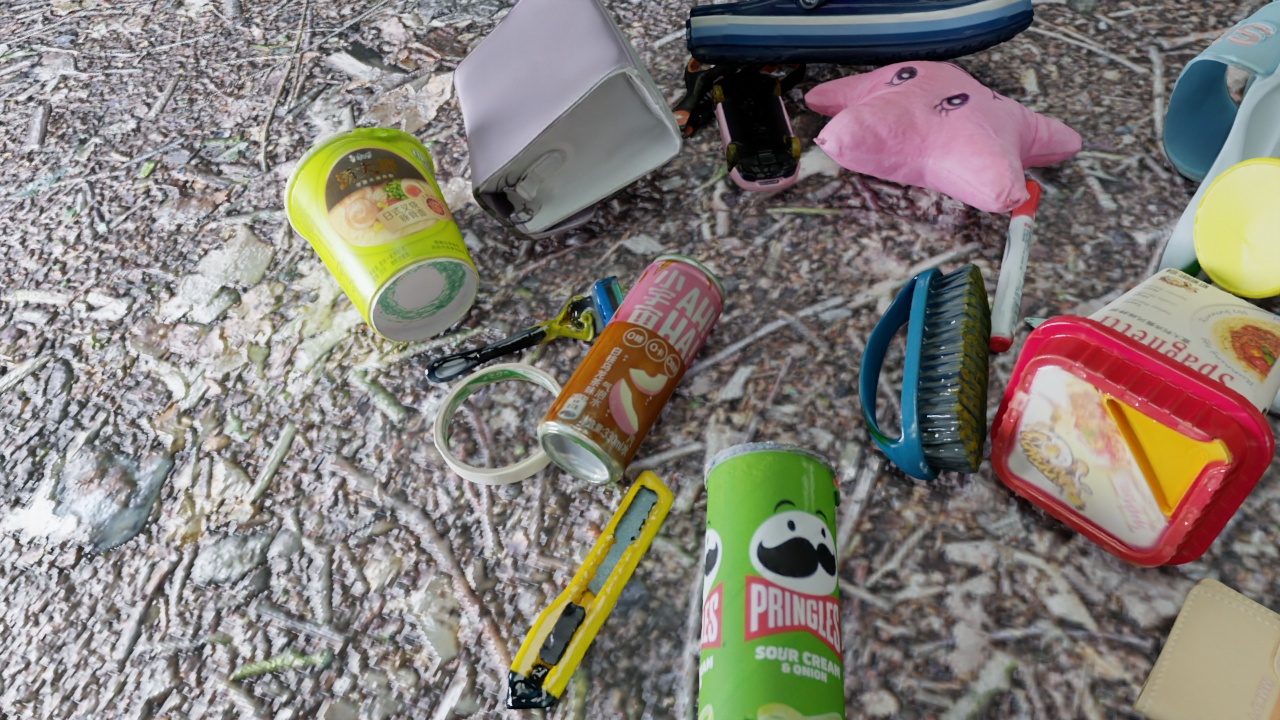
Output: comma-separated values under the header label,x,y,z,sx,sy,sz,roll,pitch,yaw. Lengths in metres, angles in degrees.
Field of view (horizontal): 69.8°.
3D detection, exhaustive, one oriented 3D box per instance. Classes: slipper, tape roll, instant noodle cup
label,x,y,z,sx,sy,sz,roll,pitch,yaw
slipper,0.160,-0.271,0.694,0.253,0.095,0.105,-1,16,10
slipper,0.374,-0.149,0.587,0.074,0.104,0.245,25,67,25
tape roll,-0.087,0.039,0.581,0.086,0.014,0.085,-6,52,7
instant noodle cup,-0.172,-0.081,0.639,0.111,0.112,0.123,-29,61,-12
instant noodle cup,0.264,0.021,0.473,0.124,0.117,0.116,-34,53,-30

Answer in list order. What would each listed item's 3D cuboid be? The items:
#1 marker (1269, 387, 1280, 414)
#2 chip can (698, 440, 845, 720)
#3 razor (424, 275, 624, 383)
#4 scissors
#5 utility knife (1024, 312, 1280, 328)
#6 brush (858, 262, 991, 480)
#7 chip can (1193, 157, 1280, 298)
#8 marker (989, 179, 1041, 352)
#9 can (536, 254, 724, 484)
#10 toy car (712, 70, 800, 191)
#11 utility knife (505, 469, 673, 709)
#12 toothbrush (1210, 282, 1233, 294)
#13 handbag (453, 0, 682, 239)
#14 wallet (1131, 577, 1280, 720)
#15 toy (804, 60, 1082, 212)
label,x,y,z,sx,sy,sz,roll,pitch,yaw
marker,0.359,0.025,0.505,0.131,0.018,0.022,29,72,28
chip can,0.061,0.155,0.426,0.072,0.072,0.235,-1,53,9
razor,-0.077,-0.014,0.617,0.142,0.022,0.042,-20,95,-1
scissors,0.052,-0.195,0.731,0.153,0.022,0.234,9,54,16
utility knife,0.347,-0.018,0.540,0.225,0.018,0.034,4,33,15
brush,0.165,0.006,0.536,0.074,0.055,0.143,-9,48,33
chip can,0.411,-0.076,0.499,0.213,0.072,0.072,-5,49,-17
marker,0.243,-0.064,0.597,0.017,0.017,0.144,12,56,19
can,-0.003,0.003,0.565,0.058,0.058,0.147,19,58,23
toy car,0.087,-0.173,0.697,0.056,0.037,0.122,-6,54,-2
utility knife,-0.026,0.122,0.503,0.033,0.015,0.156,21,59,22
toothbrush,0.412,-0.070,0.566,0.187,0.016,0.017,-26,62,-14
handbag,-0.065,-0.195,0.696,0.145,0.098,0.196,-31,44,10
wallet,0.297,0.155,0.412,0.115,0.024,0.087,28,61,29
toy,0.199,-0.156,0.633,0.178,0.075,0.194,-16,42,-22
